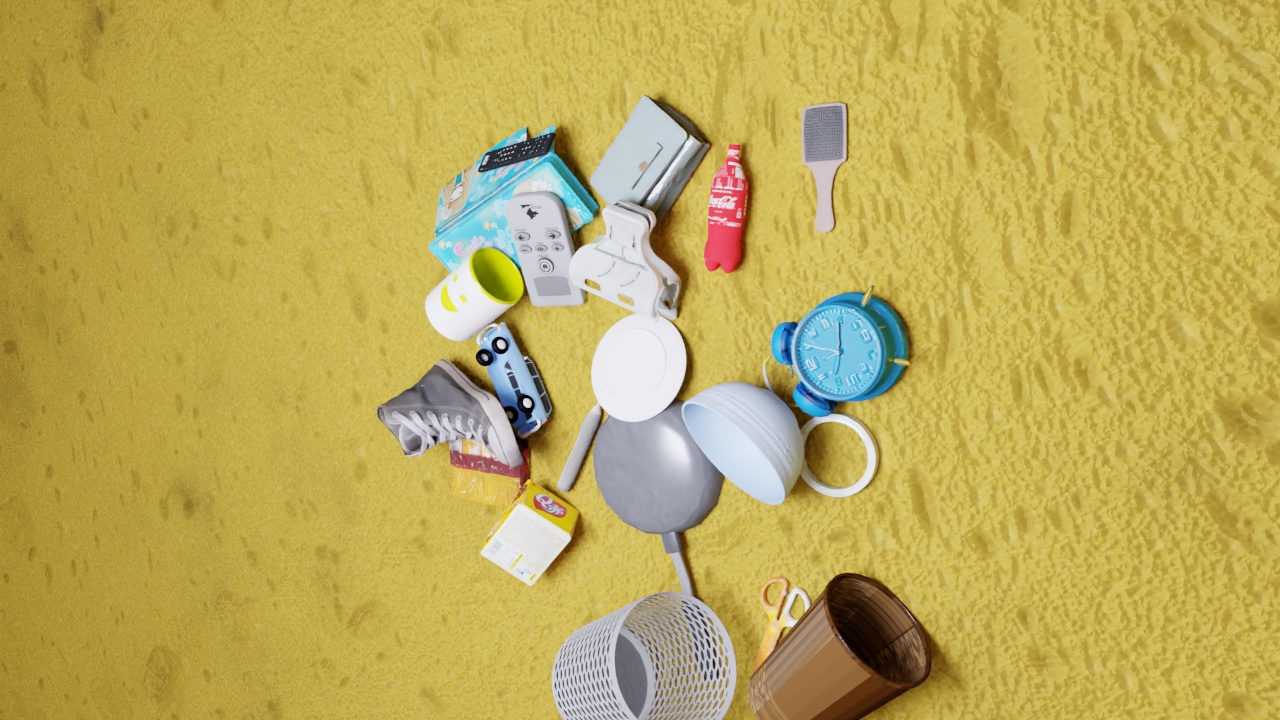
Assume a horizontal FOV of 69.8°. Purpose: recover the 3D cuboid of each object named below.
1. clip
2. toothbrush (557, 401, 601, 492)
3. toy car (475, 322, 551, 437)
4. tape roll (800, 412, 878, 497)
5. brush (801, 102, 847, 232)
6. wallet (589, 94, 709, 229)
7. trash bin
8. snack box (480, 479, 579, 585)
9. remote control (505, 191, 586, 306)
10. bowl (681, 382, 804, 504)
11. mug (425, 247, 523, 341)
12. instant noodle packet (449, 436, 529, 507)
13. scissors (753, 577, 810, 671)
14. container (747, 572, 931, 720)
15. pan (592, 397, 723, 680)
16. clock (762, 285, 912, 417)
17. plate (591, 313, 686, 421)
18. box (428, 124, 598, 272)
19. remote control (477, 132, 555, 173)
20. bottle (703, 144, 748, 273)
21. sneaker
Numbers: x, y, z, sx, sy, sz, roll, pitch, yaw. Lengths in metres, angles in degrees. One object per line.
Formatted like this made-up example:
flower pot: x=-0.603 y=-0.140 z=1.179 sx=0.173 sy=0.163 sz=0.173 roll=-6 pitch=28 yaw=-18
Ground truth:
clip: x=-0.022 y=-0.106 z=1.059 sx=0.126 sy=0.104 sz=0.152 roll=25 pitch=153 yaw=24
toothbrush: x=-0.067 y=0.088 z=1.176 sx=0.022 sy=0.024 sz=0.186 roll=18 pitch=110 yaw=-12
toy car: x=-0.166 y=0.023 z=1.208 sx=0.056 sy=0.054 sz=0.153 roll=-32 pitch=80 yaw=45
tape roll: x=0.214 y=0.103 z=1.008 sx=0.093 sy=0.013 sz=0.093 roll=4 pitch=99 yaw=31
brush: x=0.195 y=-0.204 z=0.977 sx=0.050 sy=0.015 sz=0.136 roll=2 pitch=98 yaw=31
wallet: x=0.009 y=-0.231 z=1.071 sx=0.100 sy=0.054 sz=0.132 roll=43 pitch=112 yaw=18
trash bin: x=-0.004 y=0.366 z=1.074 sx=0.184 sy=0.156 sz=0.156 roll=-38 pitch=75 yaw=52
snack box: x=-0.144 y=0.225 z=1.202 sx=0.083 sy=0.061 sz=0.106 roll=34 pitch=116 yaw=-8
remote control: x=-0.119 y=-0.135 z=1.137 sx=0.074 sy=0.019 sz=0.151 roll=0 pitch=122 yaw=22
bowl: x=0.124 y=0.078 z=1.006 sx=0.074 sy=0.151 sz=0.150 roll=-42 pitch=68 yaw=-17
mug: x=-0.213 y=-0.083 z=1.176 sx=0.106 sy=0.082 sz=0.082 roll=-34 pitch=79 yaw=36
instant noodle packet: x=-0.212 y=0.148 z=1.264 sx=0.136 sy=0.039 sz=0.098 roll=5 pitch=96 yaw=28
scissors: x=0.159 y=0.316 z=1.073 sx=0.065 sy=0.013 sz=0.129 roll=23 pitch=107 yaw=28
container: x=0.203 y=0.331 z=0.985 sx=0.132 sy=0.131 sz=0.168 roll=47 pitch=123 yaw=18
pan: x=0.037 y=0.216 z=1.117 sx=0.179 sy=0.041 sz=0.357 roll=-16 pitch=88 yaw=32
clock: x=0.203 y=-0.003 z=0.973 sx=0.162 sy=0.060 sz=0.116 roll=-32 pitch=80 yaw=33
plate: x=-0.007 y=0.006 z=1.108 sx=0.135 sy=0.011 sz=0.134 roll=-9 pitch=73 yaw=31
box: x=-0.179 y=-0.203 z=1.176 sx=0.228 sy=0.084 sz=0.171 roll=-27 pitch=83 yaw=32
remote control: x=-0.156 y=-0.257 z=1.139 sx=0.140 sy=0.009 sz=0.030 roll=-1 pitch=62 yaw=46
bottle: x=0.097 y=-0.169 z=1.026 sx=0.042 sy=0.041 sz=0.141 roll=12 pitch=103 yaw=30
sneaker: x=-0.246 y=0.090 z=1.193 sx=0.235 sy=0.119 sz=0.095 roll=35 pitch=151 yaw=37
